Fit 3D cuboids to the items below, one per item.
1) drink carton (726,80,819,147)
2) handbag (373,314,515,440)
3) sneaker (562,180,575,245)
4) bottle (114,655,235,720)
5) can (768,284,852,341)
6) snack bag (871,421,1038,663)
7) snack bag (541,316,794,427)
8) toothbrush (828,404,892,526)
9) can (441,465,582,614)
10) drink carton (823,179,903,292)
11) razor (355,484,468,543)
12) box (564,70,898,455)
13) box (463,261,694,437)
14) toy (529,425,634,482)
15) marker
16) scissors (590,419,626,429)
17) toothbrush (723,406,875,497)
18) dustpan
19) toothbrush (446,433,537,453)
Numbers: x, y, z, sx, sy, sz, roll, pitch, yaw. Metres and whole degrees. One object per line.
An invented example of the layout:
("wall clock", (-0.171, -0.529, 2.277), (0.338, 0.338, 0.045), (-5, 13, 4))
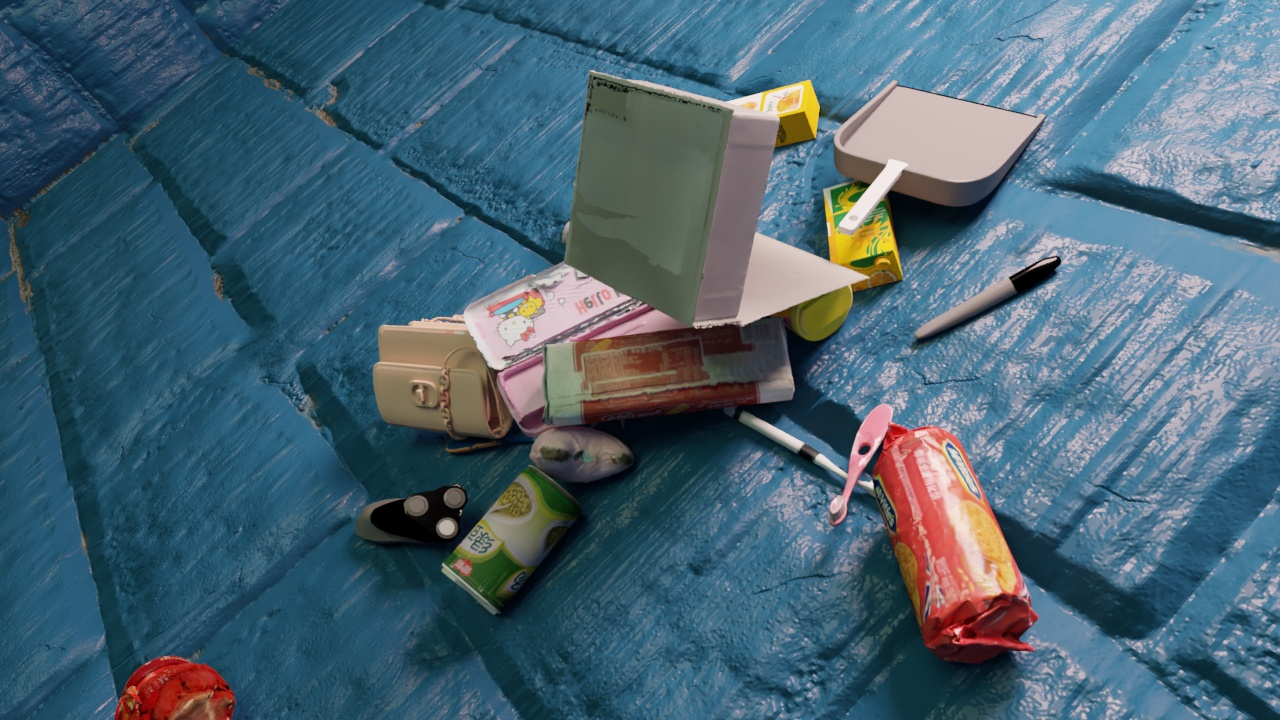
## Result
("drink carton", (0.144, -0.283, 1.084), (0.123, 0.040, 0.058), (-7, 48, 27))
("handbag", (-0.166, 0.015, 1.003), (0.199, 0.116, 0.186), (4, 10, 31))
("sneaker", (-0.015, -0.208, 1.081), (0.124, 0.089, 0.239), (10, 61, 34))
("bottle", (-0.437, 0.328, 0.852), (0.111, 0.099, 0.098), (12, 59, 44))
("can", (0.143, -0.068, 0.868), (0.067, 0.068, 0.105), (-42, 42, -8))
("snack bag", (0.213, 0.127, 0.641), (0.082, 0.082, 0.176), (-21, 43, 14))
("snack bag", (0.023, 0.011, 0.833), (0.225, 0.041, 0.077), (-7, 65, 4))
("toothbrush", (0.177, 0.078, 0.734), (0.022, 0.016, 0.134), (10, 46, 30))
("can", (-0.114, 0.160, 0.822), (0.067, 0.067, 0.120), (24, 67, 44))
("drink carton", (0.215, -0.122, 0.892), (0.058, 0.041, 0.122), (-14, 45, 21))
("razor", (-0.233, 0.157, 0.914), (0.157, 0.060, 0.057), (-19, 53, 45))
("box", (0.091, -0.057, 0.829), (0.167, 0.446, 0.164), (31, 80, 42))
("box", (-0.055, -0.027, 0.903), (0.201, 0.041, 0.153), (-26, 70, -13))
("toy", (-0.067, 0.087, 0.861), (0.096, 0.099, 0.052), (-6, 79, 59))
("marker", (0.300, -0.054, 0.798), (0.139, 0.016, 0.022), (-29, 11, 7))
("scissors", (-0.006, 0.005, 0.932), (0.118, 0.019, 0.148), (-21, 47, 12))
("toothbrush", (0.139, 0.074, 0.783), (0.017, 0.012, 0.187), (-37, 40, -23))
("dustpan", (0.260, -0.193, 0.883), (0.163, 0.033, 0.257), (25, 59, 30))
("toothbrush", (-0.149, 0.083, 0.953), (0.135, 0.017, 0.021), (-8, 35, 26))
